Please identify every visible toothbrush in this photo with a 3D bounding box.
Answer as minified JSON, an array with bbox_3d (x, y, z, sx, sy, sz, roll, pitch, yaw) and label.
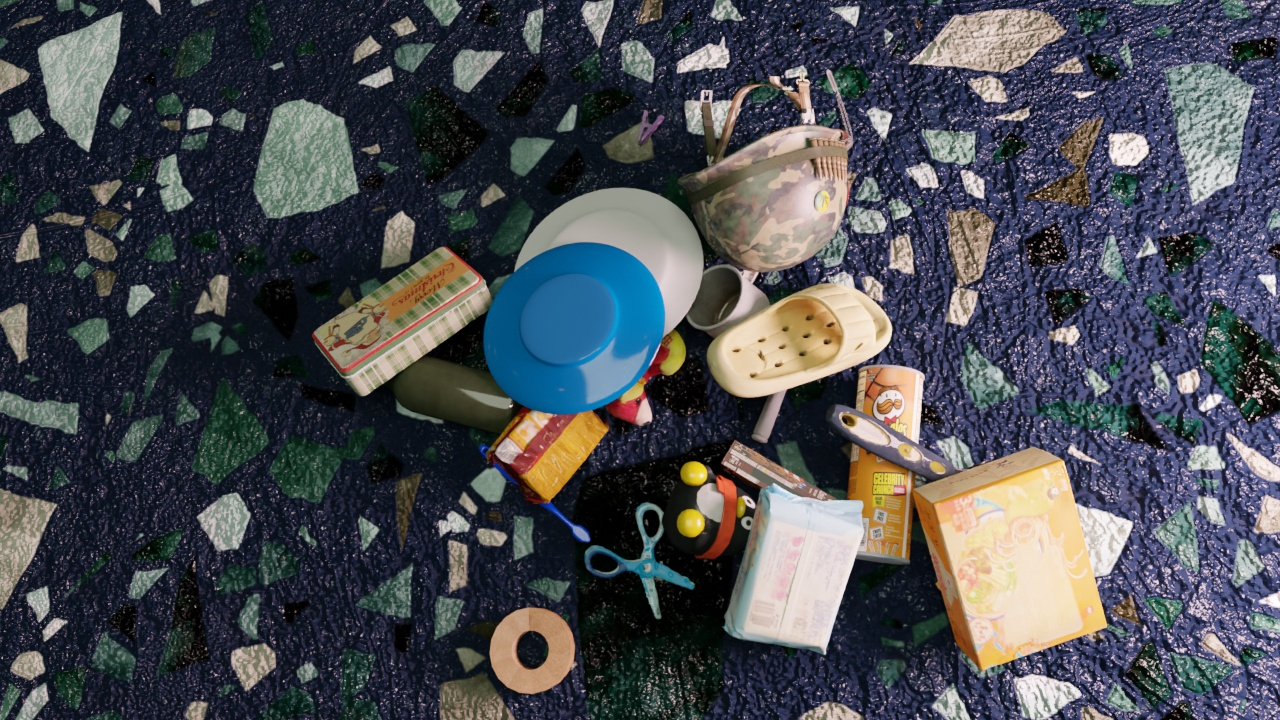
[{"bbox_3d":[-0.128,0.160,1.109,0.182,0.018,0.016,38,81,17],"label":"toothbrush"}]

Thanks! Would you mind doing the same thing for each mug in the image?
[{"bbox_3d":[0.094,-0.063,1.110,0.113,0.070,0.084,0,68,42],"label":"mug"}]

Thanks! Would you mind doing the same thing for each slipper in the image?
[{"bbox_3d":[0.190,-0.038,1.047,0.260,0.079,0.111,-22,65,-29],"label":"slipper"}]

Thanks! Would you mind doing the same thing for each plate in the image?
[{"bbox_3d":[-0.044,-0.113,1.124,0.243,0.016,0.242,-6,65,12],"label":"plate"},{"bbox_3d":[-0.083,-0.046,1.080,0.224,0.024,0.224,-5,66,12],"label":"plate"}]

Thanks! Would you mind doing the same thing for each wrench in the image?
[{"bbox_3d":[0.311,0.114,1.007,0.273,0.022,0.073,27,79,-20],"label":"wrench"}]

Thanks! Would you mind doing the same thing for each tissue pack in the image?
[{"bbox_3d":[0.166,0.224,0.994,0.112,0.070,0.182,13,101,-4],"label":"tissue pack"}]

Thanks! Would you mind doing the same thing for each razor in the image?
[{"bbox_3d":[0.163,0.043,1.099,0.088,0.047,0.116,21,86,11],"label":"razor"}]

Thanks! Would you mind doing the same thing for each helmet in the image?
[{"bbox_3d":[0.151,-0.229,1.091,0.223,0.193,0.236,-30,100,-29],"label":"helmet"}]

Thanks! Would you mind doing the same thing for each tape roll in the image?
[{"bbox_3d":[-0.124,0.332,1.052,0.094,0.027,0.094,-2,75,5],"label":"tape roll"}]

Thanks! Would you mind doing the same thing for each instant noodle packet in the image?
[{"bbox_3d":[-0.111,0.096,1.086,0.098,0.040,0.135,45,72,-17],"label":"instant noodle packet"}]

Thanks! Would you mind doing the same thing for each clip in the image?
[{"bbox_3d":[0.014,-0.312,1.224,0.046,0.014,0.050,-6,71,1],"label":"clip"}]

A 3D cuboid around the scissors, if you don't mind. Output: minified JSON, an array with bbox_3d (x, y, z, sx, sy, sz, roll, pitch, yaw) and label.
[{"bbox_3d":[-0.006,0.238,1.076,0.134,0.012,0.134,-14,75,1],"label":"scissors"}]

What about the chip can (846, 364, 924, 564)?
[{"bbox_3d":[0.277,0.118,1.046,0.075,0.075,0.214,7,76,7],"label":"chip can"}]

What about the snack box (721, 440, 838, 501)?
[{"bbox_3d":[0.162,0.146,1.062,0.141,0.051,0.031,30,79,13],"label":"snack box"}]

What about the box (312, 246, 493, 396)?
[{"bbox_3d":[-0.292,-0.053,1.126,0.205,0.050,0.117,-35,49,-16],"label":"box"}]

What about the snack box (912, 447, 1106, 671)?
[{"bbox_3d":[0.389,0.208,0.982,0.145,0.080,0.195,-19,100,-1],"label":"snack box"}]

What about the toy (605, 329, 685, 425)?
[{"bbox_3d":[-0.007,0.007,1.115,0.105,0.067,0.137,19,69,14],"label":"toy"}]

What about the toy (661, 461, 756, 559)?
[{"bbox_3d":[0.087,0.180,1.041,0.119,0.100,0.097,15,55,-14],"label":"toy"}]

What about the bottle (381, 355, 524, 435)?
[{"bbox_3d":[-0.244,0.035,1.123,0.207,0.071,0.071,14,76,9],"label":"bottle"}]
